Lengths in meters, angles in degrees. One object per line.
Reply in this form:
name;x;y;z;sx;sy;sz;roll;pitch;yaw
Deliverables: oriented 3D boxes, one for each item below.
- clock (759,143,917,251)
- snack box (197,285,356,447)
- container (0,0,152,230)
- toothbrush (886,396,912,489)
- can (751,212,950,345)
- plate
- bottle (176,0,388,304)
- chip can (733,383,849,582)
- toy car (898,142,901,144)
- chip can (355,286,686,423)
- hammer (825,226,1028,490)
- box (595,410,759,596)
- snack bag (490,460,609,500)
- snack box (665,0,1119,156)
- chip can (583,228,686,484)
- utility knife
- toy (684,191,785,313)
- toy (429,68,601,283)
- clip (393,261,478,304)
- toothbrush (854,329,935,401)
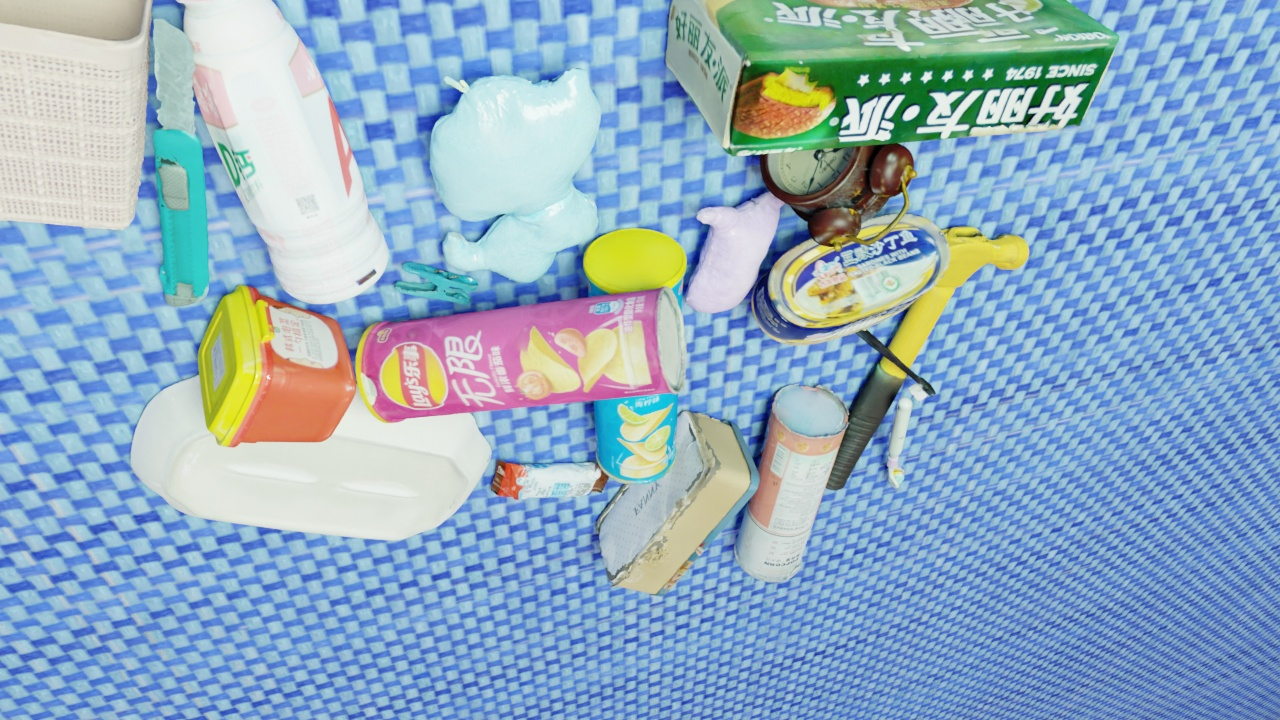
clock;0.130;-0.123;0.602;0.082;0.122;0.055;-46;145;21
snack box;-0.234;0.006;0.597;0.080;0.091;0.082;12;127;-40
container;-0.286;-0.130;0.443;0.089;0.090;0.111;2;134;-25
toothbrush;0.250;0.079;0.885;0.020;0.029;0.190;-2;152;12
can;0.158;-0.061;0.690;0.148;0.074;0.049;-19;170;-12
plate;-0.243;0.085;0.707;0.265;0.034;0.162;17;124;-34
bottle;-0.197;-0.124;0.502;0.068;0.068;0.197;-16;133;-8
chip can;0.141;0.122;0.877;0.071;0.071;0.215;-8;135;-16
toy car;0.152;-0.133;0.661;0.043;0.036;0.091;4;134;-28
chip can;-0.078;-0.003;0.609;0.211;0.071;0.071;-7;139;16
hammer;0.227;0.008;0.831;0.128;0.032;0.302;-1;132;-22
box;0.032;0.126;0.823;0.061;0.089;0.185;21;123;-29
snack bag;-0.077;0.104;0.801;0.104;0.026;0.048;0;138;-24
snack box;0.146;-0.185;0.550;0.239;0.114;0.063;-7;135;-15
chip can;-0.004;0.004;0.702;0.071;0.071;0.211;-12;136;-12
utility knife;-0.257;-0.096;0.510;0.029;0.013;0.216;7;142;-19
toy;0.065;-0.075;0.674;0.083;0.039;0.108;-17;144;-30
toy;-0.078;-0.114;0.573;0.162;0.049;0.156;-33;144;21
clip;-0.140;-0.053;0.632;0.056;0.014;0.043;9;129;-31
toothbrush;0.205;-0.005;0.773;0.018;0.015;0.181;-34;137;23
